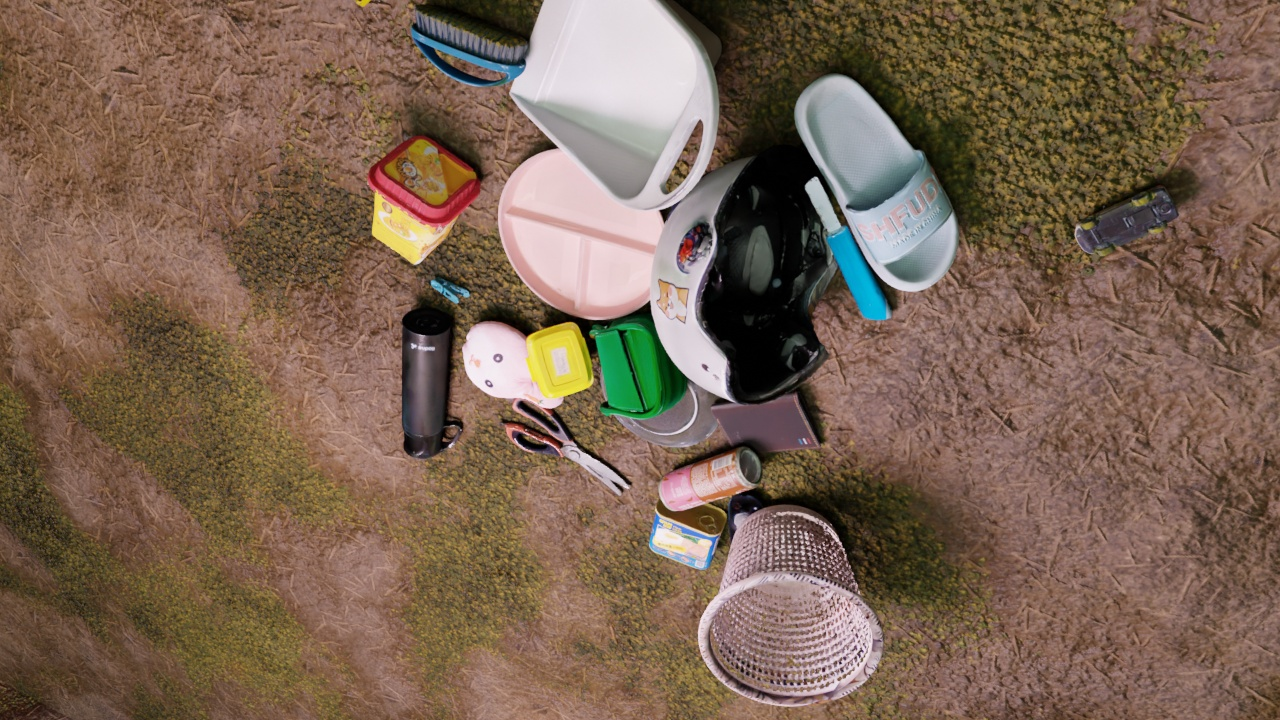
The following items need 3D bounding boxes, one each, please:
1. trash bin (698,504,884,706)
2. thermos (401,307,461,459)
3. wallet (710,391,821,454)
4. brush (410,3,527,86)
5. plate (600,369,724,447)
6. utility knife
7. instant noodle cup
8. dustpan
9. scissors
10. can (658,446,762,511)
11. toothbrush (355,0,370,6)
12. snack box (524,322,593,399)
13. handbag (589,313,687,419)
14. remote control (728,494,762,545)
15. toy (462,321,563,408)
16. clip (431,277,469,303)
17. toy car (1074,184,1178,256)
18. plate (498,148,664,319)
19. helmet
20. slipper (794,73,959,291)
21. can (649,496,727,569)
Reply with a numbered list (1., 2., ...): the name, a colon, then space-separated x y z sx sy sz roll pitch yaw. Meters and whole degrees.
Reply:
1. trash bin: 0.195 0.304 1.209 0.227 0.191 0.228 3 120 6
2. thermos: -0.309 0.039 1.364 0.090 0.068 0.243 0 129 -14
3. wallet: 0.165 0.085 1.201 0.122 0.020 0.096 -10 125 29
4. brush: -0.198 -0.356 1.054 0.144 0.055 0.074 23 126 9
5. plate: 0.026 0.048 1.240 0.179 0.024 0.180 11 125 16
6. utility knife: 0.227 -0.118 1.005 0.034 0.018 0.216 -9 136 32
7. instant noodle cup: -0.282 -0.199 1.167 0.116 0.115 0.124 35 139 -1
8. dustpan: -0.026 -0.289 0.971 0.258 0.142 0.223 31 128 1
9. scissors: -0.117 0.134 1.365 0.205 0.015 0.203 -5 118 25
10. can: 0.095 0.163 1.255 0.148 0.057 0.058 -25 108 40
11. toothbrush: -0.266 -0.461 1.041 0.191 0.016 0.016 -25 108 34
12. snack box: -0.112 -0.002 1.217 0.082 0.080 0.091 -18 99 -11
13. handbag: -0.007 0.007 1.182 0.120 0.067 0.131 -3 100 35
14. remote control: 0.153 0.241 1.308 0.053 0.024 0.136 3 122 18
15. toy: -0.175 0.009 1.288 0.159 0.054 0.122 23 128 -1
16. clip: -0.266 -0.099 1.275 0.055 0.038 0.013 31 128 15
17. toy car: 0.480 -0.139 0.910 0.091 0.035 0.042 -28 105 35
18. plate: -0.070 -0.157 1.146 0.230 0.028 0.230 12 125 18
19. helmet: 0.098 -0.092 1.006 0.157 0.229 0.274 8 102 43
20. slipper: 0.249 -0.184 0.939 0.104 0.074 0.245 -36 101 3
21. can: 0.067 0.247 1.331 0.102 0.057 0.083 20 129 11
